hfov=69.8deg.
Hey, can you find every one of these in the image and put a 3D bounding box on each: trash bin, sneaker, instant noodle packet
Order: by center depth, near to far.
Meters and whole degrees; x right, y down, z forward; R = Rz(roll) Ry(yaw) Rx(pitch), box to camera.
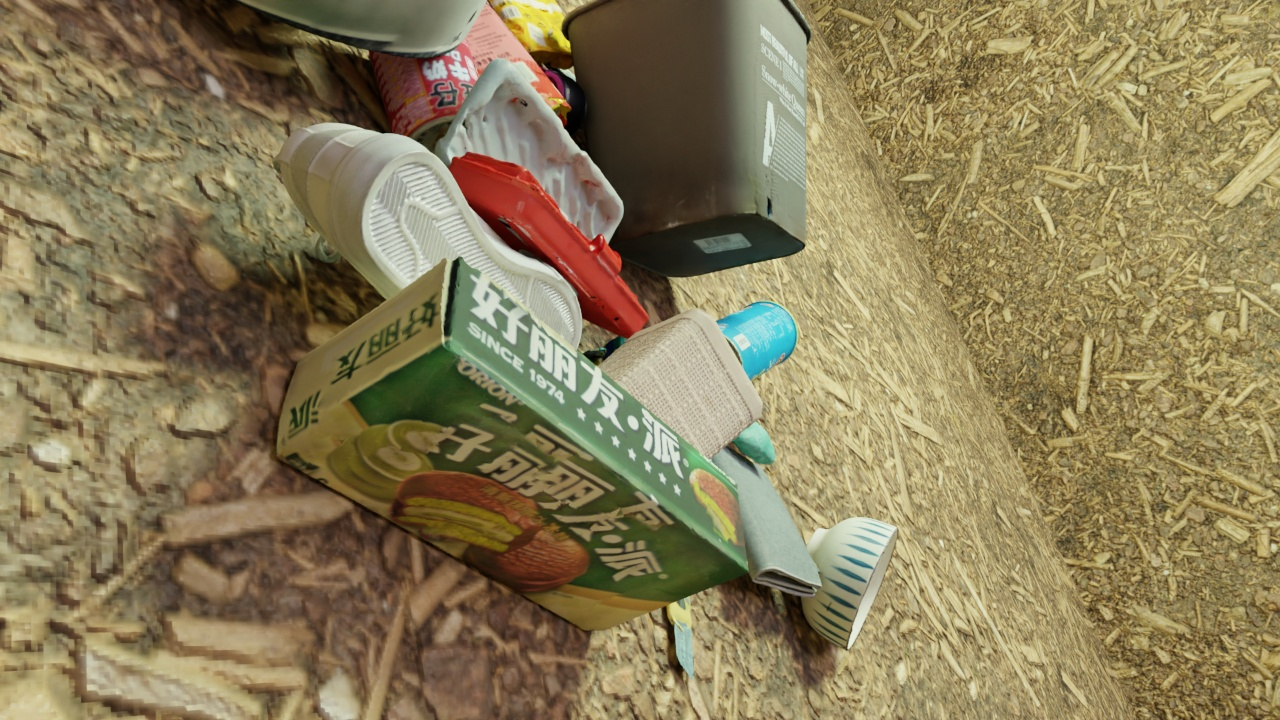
[{"bbox_3d":[-0.116,-0.050,0.527,0.089,0.091,0.242,-59,152,-11],"label":"sneaker"},{"bbox_3d":[-0.114,-0.315,0.828,0.111,0.044,0.128,61,25,0],"label":"instant noodle packet"},{"bbox_3d":[0.054,-0.205,0.835,0.198,0.199,0.219,13,69,-58],"label":"trash bin"}]

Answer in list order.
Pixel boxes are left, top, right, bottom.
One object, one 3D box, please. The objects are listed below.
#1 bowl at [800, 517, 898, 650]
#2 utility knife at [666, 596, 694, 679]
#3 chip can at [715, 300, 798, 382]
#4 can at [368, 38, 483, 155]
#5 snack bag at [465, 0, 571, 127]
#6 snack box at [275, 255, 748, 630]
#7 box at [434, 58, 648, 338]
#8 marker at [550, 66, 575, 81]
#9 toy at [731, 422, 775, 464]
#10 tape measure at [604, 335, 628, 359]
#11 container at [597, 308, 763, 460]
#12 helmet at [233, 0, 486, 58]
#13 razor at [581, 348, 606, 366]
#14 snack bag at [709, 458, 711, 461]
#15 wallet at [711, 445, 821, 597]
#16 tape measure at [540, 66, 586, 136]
[{"bbox_3d":[0.178,0.190,0.818,0.066,0.116,0.116,22,14,23],"label":"bowl"},{"bbox_3d":[0.026,0.143,0.669,0.031,0.019,0.182,36,39,-33],"label":"utility knife"},{"bbox_3d":[0.093,-0.010,0.876,0.071,0.071,0.209,63,25,1],"label":"chip can"},{"bbox_3d":[-0.140,-0.180,0.613,0.066,0.067,0.093,12,54,-59],"label":"can"},{"bbox_3d":[-0.136,-0.257,0.711,0.208,0.073,0.128,58,27,3],"label":"snack bag"},{"bbox_3d":[-0.054,0.058,0.479,0.240,0.115,0.063,42,31,-37],"label":"snack box"},{"bbox_3d":[-0.046,-0.102,0.623,0.094,0.100,0.201,25,-9,28],"label":"box"},{"bbox_3d":[-0.054,-0.265,0.928,0.124,0.015,0.018,38,33,-36],"label":"marker"},{"bbox_3d":[0.093,0.063,0.831,0.096,0.030,0.092,36,9,-40],"label":"toy"},{"bbox_3d":[-0.004,0.004,0.733,0.054,0.025,0.058,55,25,-17],"label":"tape measure"},{"bbox_3d":[0.005,0.036,0.612,0.110,0.090,0.090,-38,101,-39],"label":"container"},{"bbox_3d":[-0.156,-0.320,0.514,0.229,0.157,0.273,13,65,-32],"label":"helmet"},{"bbox_3d":[-0.005,0.049,0.682,0.132,0.028,0.043,57,-1,-3],"label":"razor"},{"bbox_3d":[0.040,0.063,0.753,0.045,0.026,0.105,82,-9,-66],"label":"snack bag"},{"bbox_3d":[0.097,0.136,0.776,0.106,0.037,0.129,33,26,-47],"label":"wallet"},{"bbox_3d":[-0.078,-0.218,0.782,0.039,0.058,0.057,7,62,-60],"label":"tape measure"}]
